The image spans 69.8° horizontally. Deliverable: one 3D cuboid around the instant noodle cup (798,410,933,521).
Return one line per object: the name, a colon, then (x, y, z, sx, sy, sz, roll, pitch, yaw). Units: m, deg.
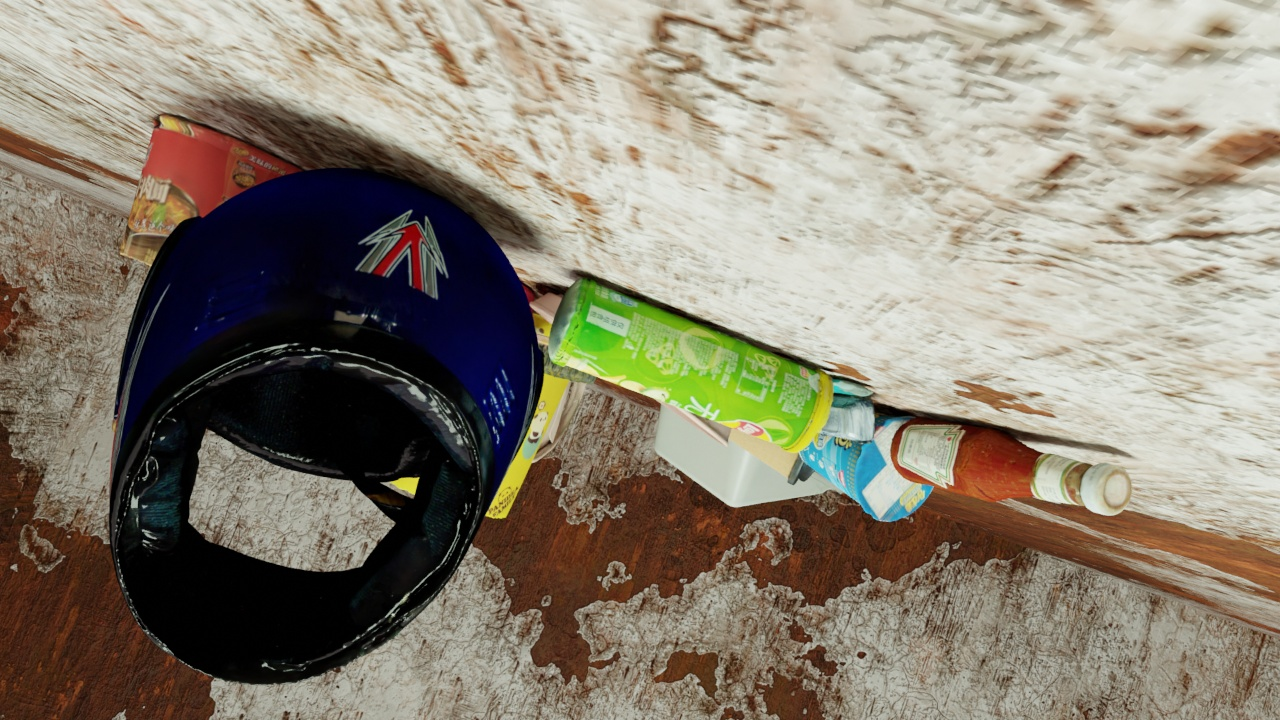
instant noodle cup: (0.206, 0.084, 0.860, 0.099, 0.099, 0.110, 23, -177, -28)

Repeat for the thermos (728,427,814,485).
thermos: (0.136, 0.067, 0.972, 0.143, 0.093, 0.093, 28, 177, 14)

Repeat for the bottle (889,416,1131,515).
bottle: (0.276, 0.081, 0.701, 0.059, 0.059, 0.206, 22, 174, -22)

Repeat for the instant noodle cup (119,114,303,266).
instant noodle cup: (-0.326, -0.110, 0.714, 0.138, 0.108, 0.138, 20, 176, 1)

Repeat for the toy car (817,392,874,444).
toy car: (0.170, 0.048, 0.792, 0.034, 0.043, 0.091, -7, -175, -17)

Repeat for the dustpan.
dustpan: (0.133, 0.088, 1.224, 0.257, 0.143, 0.223, -9, -150, -40)

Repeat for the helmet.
helmet: (-0.204, 0.025, 0.605, 0.247, 0.316, 0.240, 21, -151, -21)

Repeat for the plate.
plate: (-0.005, 0.005, 0.868, 0.229, 0.028, 0.229, 35, 177, 2)

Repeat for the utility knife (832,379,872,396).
utility knife: (0.141, 0.021, 0.828, 0.029, 0.013, 0.218, 21, 175, -17)

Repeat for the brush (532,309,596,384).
brush: (-0.106, -0.021, 1.036, 0.145, 0.073, 0.063, 15, 170, 1)

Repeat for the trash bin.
trash bin: (-0.213, 0.050, 1.175, 0.229, 0.255, 0.229, 21, 176, 1)

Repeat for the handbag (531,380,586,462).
handbag: (-0.141, 0.054, 1.434, 0.093, 0.193, 0.234, 21, -174, 20)

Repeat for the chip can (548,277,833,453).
chip can: (0.037, 0.004, 0.719, 0.221, 0.072, 0.072, 21, 175, -11)

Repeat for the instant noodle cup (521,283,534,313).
instant noodle cup: (-0.179, -0.062, 0.911, 0.194, 0.066, 0.194, 19, 175, 1)
